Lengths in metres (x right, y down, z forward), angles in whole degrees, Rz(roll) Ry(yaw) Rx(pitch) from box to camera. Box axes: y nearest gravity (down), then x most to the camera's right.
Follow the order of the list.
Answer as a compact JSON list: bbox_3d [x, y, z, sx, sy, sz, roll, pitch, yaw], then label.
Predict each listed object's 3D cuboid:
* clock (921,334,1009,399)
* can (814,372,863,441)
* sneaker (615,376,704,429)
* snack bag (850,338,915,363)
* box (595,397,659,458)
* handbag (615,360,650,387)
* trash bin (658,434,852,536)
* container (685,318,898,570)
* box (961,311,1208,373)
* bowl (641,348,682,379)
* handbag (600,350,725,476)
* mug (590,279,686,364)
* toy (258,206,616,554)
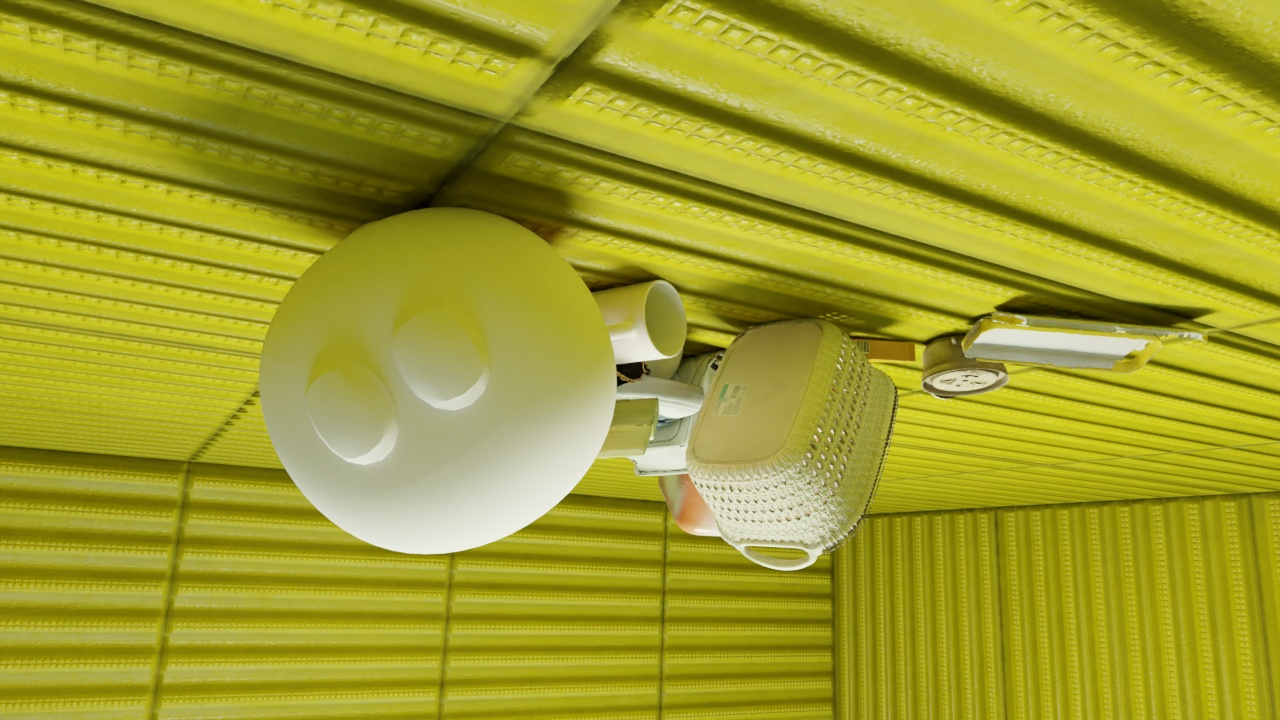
[{"bbox_3d":[0.362,0.009,1.054,0.093,0.054,0.141,4,159,-7],"label":"clock"},{"bbox_3d":[0.247,0.060,1.215,0.087,0.086,0.116,1,167,4],"label":"can"},{"bbox_3d":[-0.025,0.069,1.088,0.236,0.079,0.087,-10,162,43],"label":"sneaker"},{"bbox_3d":[0.264,-0.011,1.045,0.099,0.026,0.020,2,173,-7],"label":"snack bag"},{"bbox_3d":[-0.078,0.074,0.943,0.187,0.030,0.138,-4,-161,8],"label":"box"},{"bbox_3d":[-0.048,0.004,0.992,0.129,0.054,0.079,-24,120,37],"label":"handbag"},{"bbox_3d":[0.164,0.157,1.345,0.259,0.157,0.181,5,-161,-14],"label":"trash bin"},{"bbox_3d":[0.153,0.073,0.963,0.185,0.250,0.143,-7,135,41],"label":"container"},{"bbox_3d":[0.448,-0.023,0.937,0.209,0.045,0.128,5,166,-8],"label":"box"},{"bbox_3d":[-0.007,0.006,1.107,0.115,0.050,0.115,2,167,0],"label":"bowl"},{"bbox_3d":[0.042,0.069,1.172,0.096,0.141,0.199,29,156,-28],"label":"handbag"},{"bbox_3d":[-0.023,-0.031,0.870,0.091,0.074,0.110,-7,-173,35],"label":"mug"},{"bbox_3d":[-0.152,0.009,0.727,0.263,0.265,0.280,-31,-178,5],"label":"toy"}]
